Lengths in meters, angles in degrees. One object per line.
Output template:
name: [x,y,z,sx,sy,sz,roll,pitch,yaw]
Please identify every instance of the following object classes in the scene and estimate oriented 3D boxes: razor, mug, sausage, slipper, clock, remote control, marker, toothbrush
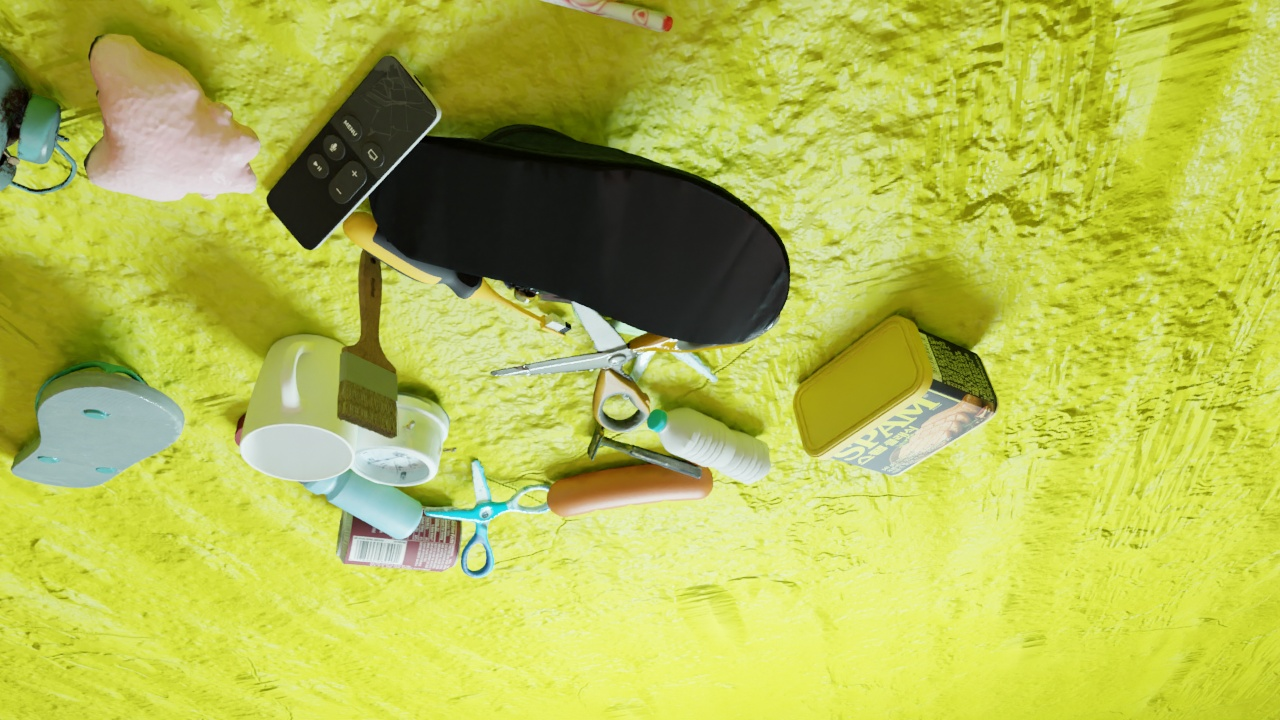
razor: [0.006,0.086,0.838,0.106,0.026,0.043,19,137,-4]
mug: [-0.254,0.024,0.690,0.081,0.087,0.114,1,142,-10]
sausage: [-0.011,0.124,0.895,0.164,0.039,0.044,-8,140,3]
slipper: [-0.436,0.050,0.741,0.098,0.054,0.270,20,147,-34]
clock: [-0.375,-0.129,0.501,0.090,0.053,0.124,-22,143,21]
clock: [-0.218,0.070,0.784,0.118,0.057,0.083,-18,142,27]
remote control: [-0.176,-0.122,0.554,0.147,0.008,0.045,-34,99,32]
marker: [-0.049,-0.196,0.489,0.142,0.012,0.013,8,141,-18]
slipper: [-0.032,-0.093,0.578,0.266,0.083,0.109,14,126,9]
toothbrush: [-0.124,-0.056,0.653,0.031,0.031,0.196,-28,142,32]

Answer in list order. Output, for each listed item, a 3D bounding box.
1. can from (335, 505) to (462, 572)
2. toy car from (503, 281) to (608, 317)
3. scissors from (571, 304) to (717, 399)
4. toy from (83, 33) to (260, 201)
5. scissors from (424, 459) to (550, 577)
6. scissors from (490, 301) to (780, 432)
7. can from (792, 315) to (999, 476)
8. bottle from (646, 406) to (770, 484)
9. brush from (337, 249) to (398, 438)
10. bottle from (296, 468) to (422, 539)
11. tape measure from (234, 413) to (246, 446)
can: [-0.239,0.174,0.910,0.114,0.063,0.063,10,140,-20]
toy car: [-0.047,-0.061,0.651,0.107,0.030,0.049,11,133,-12]
scissors: [0.018,-0.021,0.727,0.166,0.024,0.171,-35,137,25]
toy: [-0.264,-0.127,0.519,0.093,0.050,0.103,13,136,-18]
scissors: [-0.149,0.158,0.899,0.133,0.011,0.140,6,110,-33]
scissors: [-0.004,0.004,0.719,0.225,0.016,0.230,-10,151,-11]
can: [0.217,0.036,0.783,0.104,0.075,0.136,18,137,-32]
bottle: [0.062,0.075,0.836,0.136,0.044,0.044,25,133,-35]
brush: [-0.177,-0.020,0.596,0.008,0.143,0.045,-24,148,25]
bottle: [-0.262,0.118,0.839,0.040,0.040,0.130,-33,124,31]
tape measure: [-0.324,0.067,0.793,0.051,0.019,0.059,26,133,-35]
